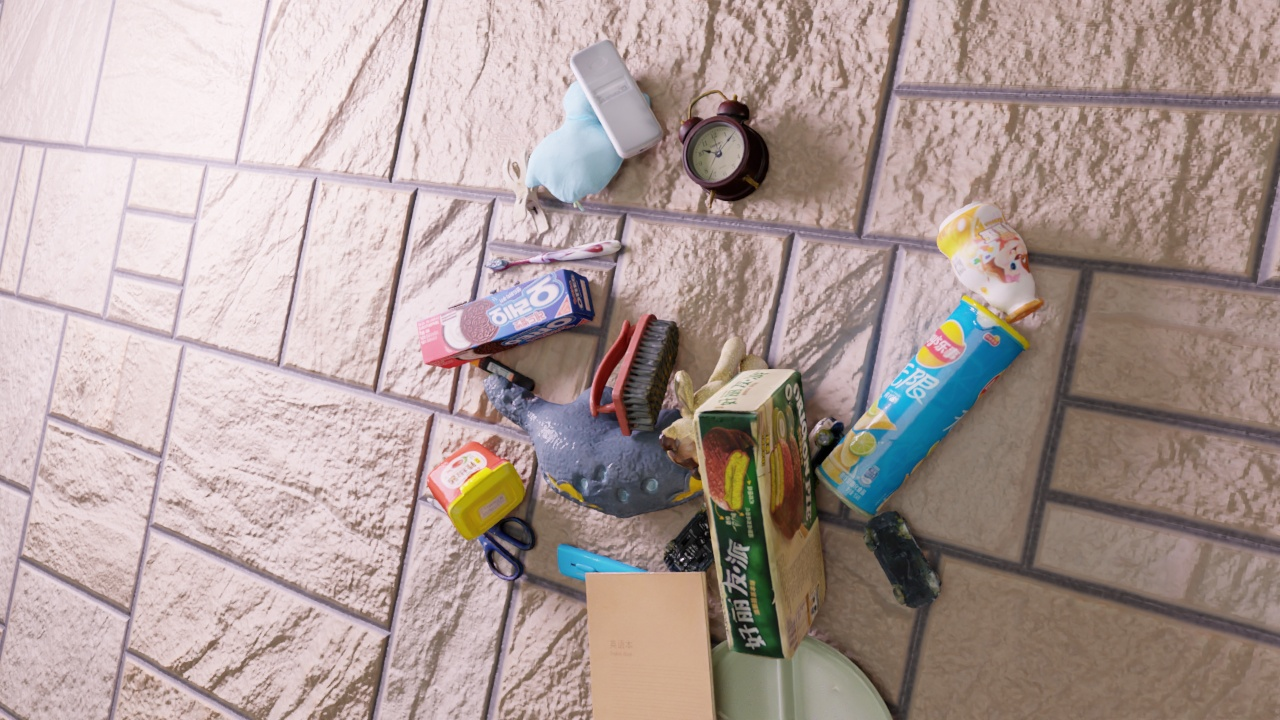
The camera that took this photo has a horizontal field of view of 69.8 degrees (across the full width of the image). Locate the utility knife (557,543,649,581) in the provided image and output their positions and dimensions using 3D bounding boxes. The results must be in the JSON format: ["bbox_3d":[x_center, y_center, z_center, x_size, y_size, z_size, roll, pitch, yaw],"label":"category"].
[{"bbox_3d":[-0.023,0.234,0.997,0.161,0.018,0.034,10,89,28],"label":"utility knife"}]

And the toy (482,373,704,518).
[{"bbox_3d":[-0.029,0.093,0.973,0.357,0.091,0.137,13,74,24],"label":"toy"}]

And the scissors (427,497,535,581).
[{"bbox_3d":[-0.190,0.189,1.096,0.126,0.012,0.173,-42,66,20],"label":"scissors"}]

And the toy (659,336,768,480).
[{"bbox_3d":[0.074,0.042,0.904,0.105,0.156,0.066,43,149,-12],"label":"toy"}]

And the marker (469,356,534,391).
[{"bbox_3d":[-0.176,0.008,1.105,0.124,0.015,0.018,25,95,25],"label":"marker"}]

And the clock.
[{"bbox_3d":[0.084,-0.224,0.962,0.082,0.055,0.122,-20,79,26],"label":"clock"}]

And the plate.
[{"bbox_3d":[0.141,0.376,0.889,0.231,0.027,0.230,-3,84,28],"label":"plate"}]

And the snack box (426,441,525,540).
[{"bbox_3d":[-0.191,0.147,1.055,0.091,0.082,0.080,-39,50,-21],"label":"snack box"}]

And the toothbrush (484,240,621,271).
[{"bbox_3d":[-0.106,-0.123,1.077,0.188,0.017,0.016,-5,83,29],"label":"toothbrush"}]

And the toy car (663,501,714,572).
[{"bbox_3d":[0.067,0.184,0.945,0.049,0.031,0.106,46,112,20],"label":"toy car"}]

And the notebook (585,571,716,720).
[{"bbox_3d":[0.009,0.326,0.947,0.150,0.012,0.211,-9,81,32],"label":"notebook"}]

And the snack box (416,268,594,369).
[{"bbox_3d":[-0.158,-0.047,1.066,0.208,0.057,0.058,-18,76,20],"label":"snack box"}]

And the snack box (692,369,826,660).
[{"bbox_3d":[0.113,0.137,0.832,0.063,0.114,0.240,-1,109,30],"label":"snack box"}]

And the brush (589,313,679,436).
[{"bbox_3d":[-0.006,0.006,0.956,0.069,0.063,0.145,3,45,17],"label":"brush"}]

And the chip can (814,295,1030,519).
[{"bbox_3d":[0.252,0.044,0.832,0.071,0.071,0.210,44,104,25],"label":"chip can"}]

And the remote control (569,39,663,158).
[{"bbox_3d":[-0.027,-0.290,1.016,0.056,0.020,0.136,-28,80,-2],"label":"remote control"}]

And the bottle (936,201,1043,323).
[{"bbox_3d":[0.315,-0.087,0.820,0.063,0.063,0.108,-34,71,21],"label":"bottle"}]

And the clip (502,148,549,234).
[{"bbox_3d":[-0.135,-0.201,1.089,0.035,0.070,0.099,-23,68,23],"label":"clip"}]

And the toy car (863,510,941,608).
[{"bbox_3d":[0.243,0.184,0.849,0.043,0.034,0.090,-34,70,19],"label":"toy car"}]

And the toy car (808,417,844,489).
[{"bbox_3d":[0.166,0.093,0.894,0.035,0.042,0.090,38,103,28],"label":"toy car"}]

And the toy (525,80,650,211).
[{"bbox_3d":[-0.061,-0.250,1.048,0.161,0.050,0.156,-13,75,14],"label":"toy"}]
